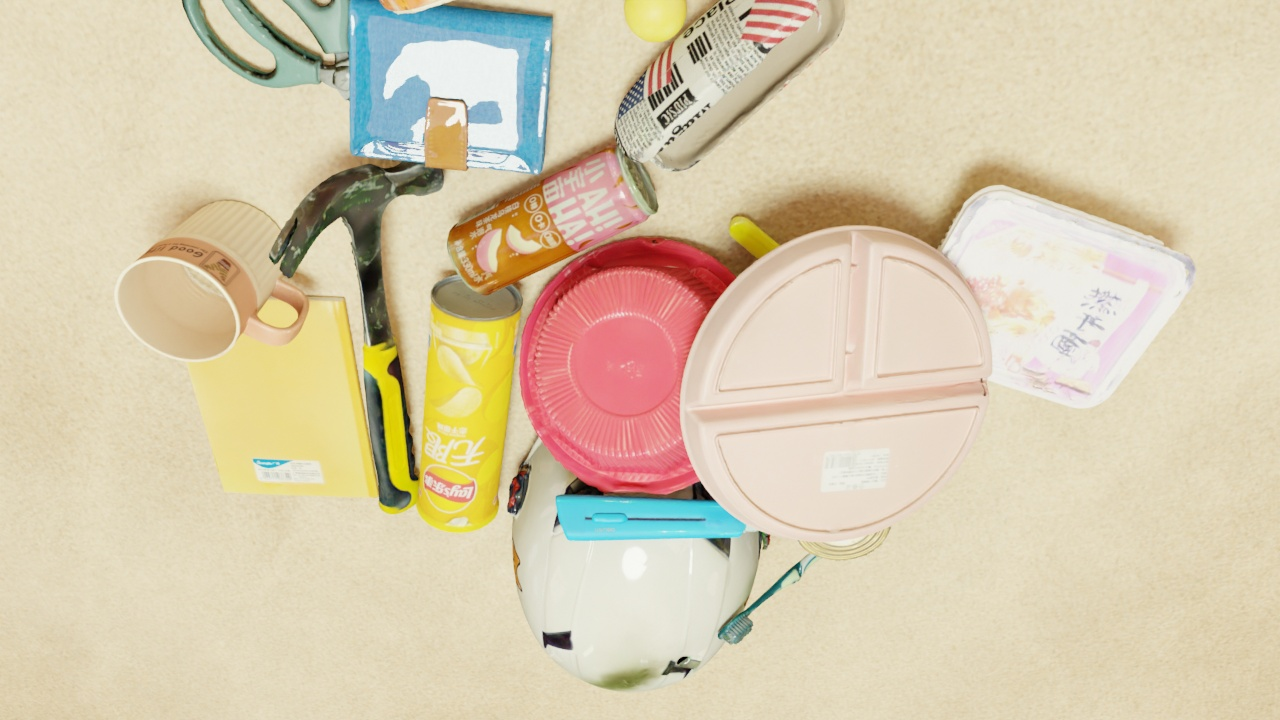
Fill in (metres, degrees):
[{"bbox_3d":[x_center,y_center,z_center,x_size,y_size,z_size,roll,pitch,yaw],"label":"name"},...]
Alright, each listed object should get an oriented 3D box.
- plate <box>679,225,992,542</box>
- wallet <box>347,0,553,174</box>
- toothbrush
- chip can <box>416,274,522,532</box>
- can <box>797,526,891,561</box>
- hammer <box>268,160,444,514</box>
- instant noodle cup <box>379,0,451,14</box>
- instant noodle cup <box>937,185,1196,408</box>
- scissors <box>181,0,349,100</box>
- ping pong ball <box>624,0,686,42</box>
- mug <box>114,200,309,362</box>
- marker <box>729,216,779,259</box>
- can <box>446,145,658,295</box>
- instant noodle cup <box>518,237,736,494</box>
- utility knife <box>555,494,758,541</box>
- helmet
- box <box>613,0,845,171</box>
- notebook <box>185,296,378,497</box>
[{"bbox_3d":[0.140,0.024,0.624,0.229,0.028,0.230,-4,109,-13],"label":"plate"},{"bbox_3d":[-0.127,-0.182,0.614,0.133,0.040,0.106,5,116,-7],"label":"wallet"},{"bbox_3d":[0.135,0.180,0.772,0.018,0.191,0.016,35,141,34],"label":"toothbrush"},{"bbox_3d":[-0.141,0.038,0.743,0.072,0.072,0.214,10,121,-3],"label":"chip can"},{"bbox_3d":[0.155,0.097,0.736,0.075,0.111,0.075,2,122,2],"label":"can"},{"bbox_3d":[-0.206,0.001,0.717,0.032,0.125,0.324,37,138,33],"label":"hammer"},{"bbox_3d":[-0.117,-0.272,0.506,0.151,0.151,0.111,-18,128,14],"label":"instant noodle cup"},{"bbox_3d":[0.283,-0.052,0.665,0.173,0.060,0.138,17,122,-8],"label":"instant noodle cup"},{"bbox_3d":[-0.238,-0.202,0.626,0.130,0.019,0.185,-20,118,16],"label":"scissors"},{"bbox_3d":[0.010,-0.224,0.584,0.040,0.040,0.040,2,122,2],"label":"ping pong ball"},{"bbox_3d":[-0.300,-0.054,0.672,0.114,0.105,0.082,26,120,-13],"label":"mug"},{"bbox_3d":[0.114,-0.068,0.693,0.124,0.015,0.018,36,122,-21],"label":"marker"},{"bbox_3d":[-0.064,-0.100,0.657,0.147,0.057,0.058,-23,118,17],"label":"can"},{"bbox_3d":[-0.004,0.004,0.659,0.194,0.066,0.194,0,89,10],"label":"instant noodle cup"},{"bbox_3d":[0.017,0.116,0.676,0.159,0.034,0.018,1,167,-4],"label":"utility knife"},{"bbox_3d":[-0.006,0.172,0.768,0.230,0.156,0.275,9,122,-3],"label":"helmet"},{"bbox_3d":[0.050,-0.185,0.580,0.163,0.087,0.076,-36,99,26],"label":"box"},{"bbox_3d":[-0.309,0.035,0.786,0.146,0.010,0.207,2,122,2],"label":"notebook"}]
